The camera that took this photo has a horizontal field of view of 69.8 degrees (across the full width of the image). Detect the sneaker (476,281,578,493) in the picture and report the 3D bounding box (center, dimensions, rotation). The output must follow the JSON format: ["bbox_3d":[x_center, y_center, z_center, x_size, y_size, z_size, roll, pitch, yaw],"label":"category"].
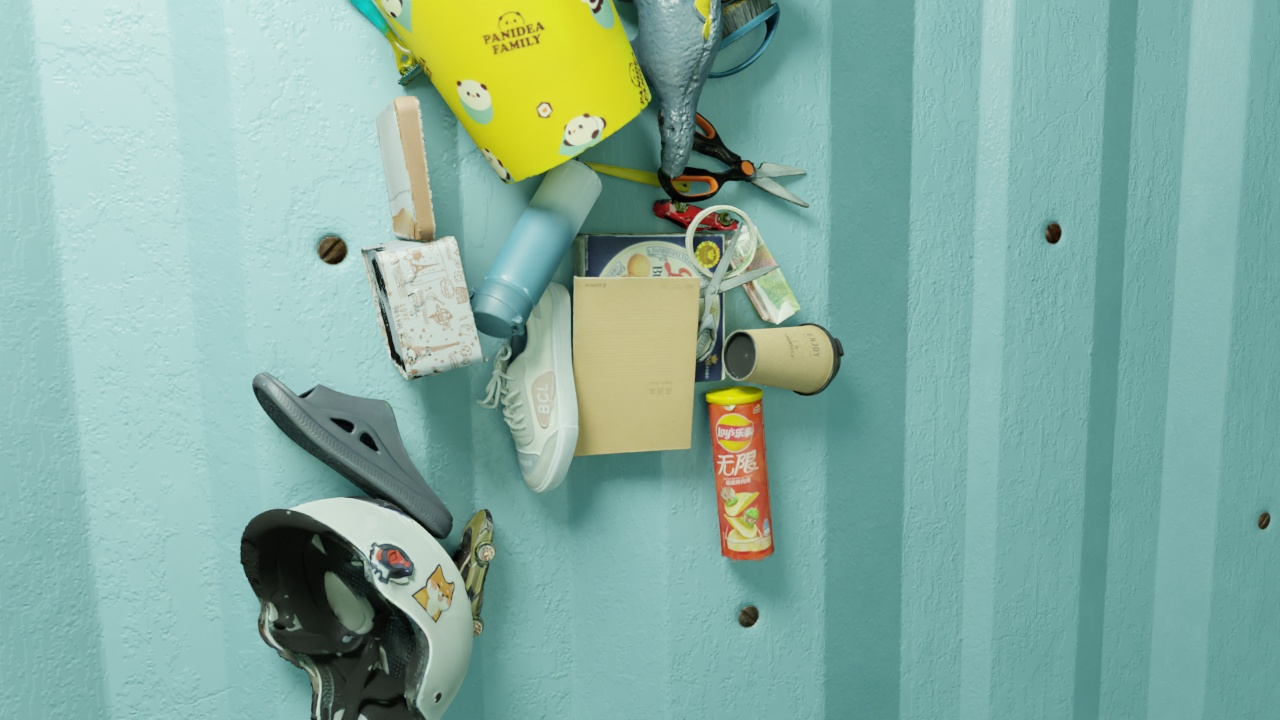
[{"bbox_3d":[-0.129,0.032,1.030,0.090,0.090,0.242,-3,95,-36],"label":"sneaker"}]

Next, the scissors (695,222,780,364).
[{"bbox_3d":[0.083,-0.076,1.079,0.181,0.014,0.159,-10,108,-11],"label":"scissors"}]

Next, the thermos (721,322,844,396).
[{"bbox_3d":[0.173,-0.004,1.130,0.143,0.093,0.093,4,96,-38],"label":"thermos"}]

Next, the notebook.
[{"bbox_3d":[-0.006,0.006,1.066,0.149,0.012,0.212,-2,105,-16],"label":"notebook"}]

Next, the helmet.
[{"bbox_3d":[-0.274,0.252,0.958,0.156,0.231,0.274,-28,88,-55],"label":"helmet"}]

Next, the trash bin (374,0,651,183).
[{"bbox_3d":[-0.126,-0.336,0.921,0.229,0.230,0.255,-36,114,-13],"label":"trash bin"}]

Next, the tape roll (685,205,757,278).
[{"bbox_3d":[0.096,-0.140,1.082,0.085,0.014,0.086,-3,101,-14],"label":"tape roll"}]

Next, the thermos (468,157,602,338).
[{"bbox_3d":[-0.115,-0.122,0.991,0.070,0.070,0.219,38,61,-21],"label":"thermos"}]

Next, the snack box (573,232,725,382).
[{"bbox_3d":[0.013,-0.062,1.099,0.182,0.046,0.178,-4,99,-20],"label":"snack box"}]

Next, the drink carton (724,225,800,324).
[{"bbox_3d":[0.146,-0.105,1.141,0.045,0.053,0.122,-34,108,-10],"label":"drink carton"}]

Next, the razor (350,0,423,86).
[{"bbox_3d":[-0.275,-0.353,0.957,0.043,0.028,0.132,-32,113,18],"label":"razor"}]

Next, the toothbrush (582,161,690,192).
[{"bbox_3d":[-0.028,-0.221,1.078,0.190,0.017,0.015,7,94,-23],"label":"toothbrush"}]

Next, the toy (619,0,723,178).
[{"bbox_3d":[0.023,-0.383,1.006,0.091,0.138,0.356,-26,102,-59],"label":"toy"}]

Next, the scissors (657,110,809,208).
[{"bbox_3d":[0.107,-0.225,1.109,0.224,0.022,0.203,41,57,-12],"label":"scissors"}]

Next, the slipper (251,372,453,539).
[{"bbox_3d":[-0.292,0.088,0.980,0.268,0.111,0.083,46,63,-25],"label":"slipper"}]

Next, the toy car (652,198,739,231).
[{"bbox_3d":[0.068,-0.171,1.103,0.106,0.049,0.031,11,94,-22],"label":"toy car"}]

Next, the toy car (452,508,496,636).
[{"bbox_3d":[-0.196,0.247,1.049,0.042,0.070,0.158,11,91,-21],"label":"toy car"}]

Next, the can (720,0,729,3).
[{"bbox_3d":[0.109,-0.460,1.047,0.075,0.111,0.075,-2,96,-20],"label":"can"}]

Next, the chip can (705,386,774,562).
[{"bbox_3d":[0.128,0.142,1.158,0.073,0.073,0.217,-11,102,-20],"label":"chip can"}]

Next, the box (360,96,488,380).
[{"bbox_3d":[-0.235,-0.124,0.925,0.082,0.177,0.261,-14,103,-20],"label":"box"}]

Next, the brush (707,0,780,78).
[{"bbox_3d":[0.108,-0.380,1.087,0.143,0.055,0.073,-36,105,-13],"label":"brush"}]
